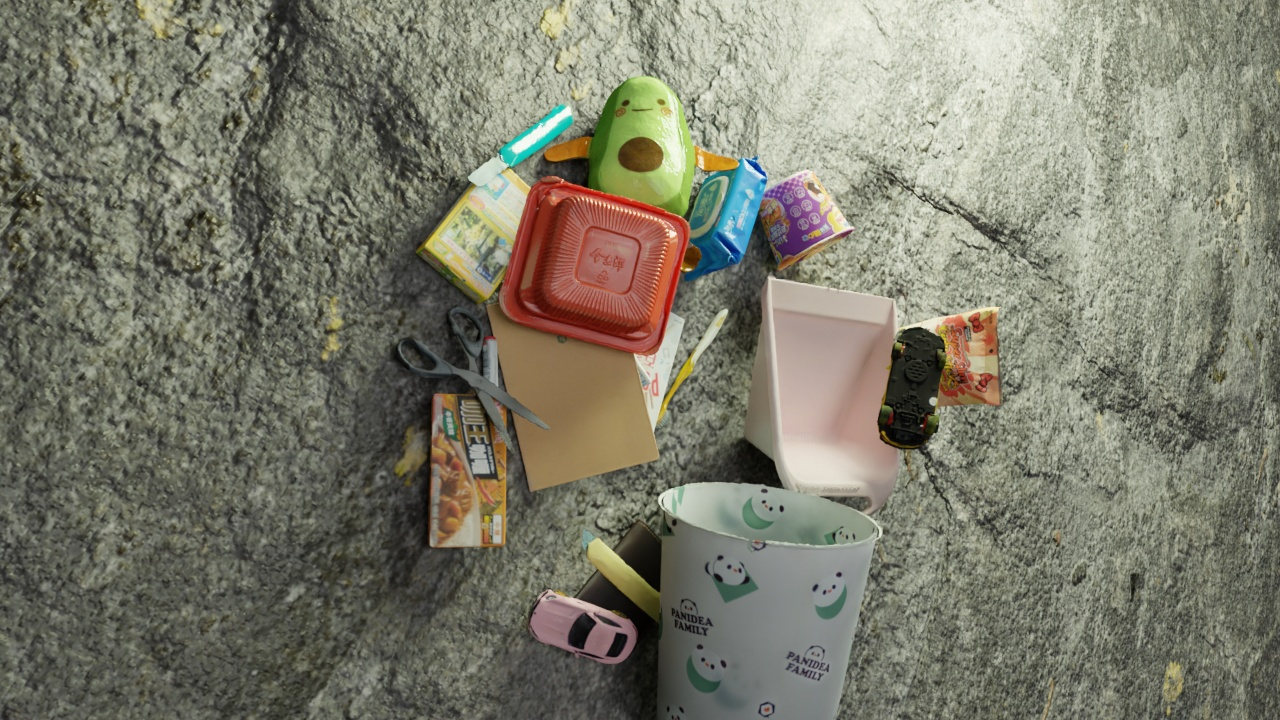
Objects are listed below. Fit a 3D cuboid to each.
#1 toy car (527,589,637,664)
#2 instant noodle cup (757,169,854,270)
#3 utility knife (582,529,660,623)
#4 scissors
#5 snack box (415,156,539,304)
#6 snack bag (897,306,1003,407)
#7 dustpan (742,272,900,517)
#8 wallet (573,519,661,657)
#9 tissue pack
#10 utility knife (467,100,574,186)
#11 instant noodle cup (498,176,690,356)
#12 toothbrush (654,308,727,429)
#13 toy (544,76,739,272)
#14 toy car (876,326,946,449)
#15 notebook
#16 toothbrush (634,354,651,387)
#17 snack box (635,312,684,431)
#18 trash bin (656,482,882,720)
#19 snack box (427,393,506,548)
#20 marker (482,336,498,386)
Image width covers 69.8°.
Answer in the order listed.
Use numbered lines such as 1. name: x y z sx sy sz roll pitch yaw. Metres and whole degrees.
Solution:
1. toy car: -0.060 0.283 0.964 0.122 0.037 0.056 25 88 -20
2. instant noodle cup: 0.207 -0.185 1.192 0.111 0.112 0.099 -25 88 -33
3. utility knife: -0.011 0.239 1.000 0.165 0.018 0.030 50 58 -28
4. scissors: -0.171 0.017 0.935 0.174 0.014 0.159 10 59 -14
5. snack box: -0.166 -0.140 0.989 0.087 0.034 0.140 41 61 -20
6. snack bag: 0.376 0.003 1.199 0.073 0.208 0.128 15 74 -35
7. dustpan: 0.246 0.050 1.119 0.222 0.139 0.274 3 108 -30
8. wallet: -0.009 0.253 1.024 0.096 0.020 0.122 50 62 -15
9. tissue pack: 0.098 -0.175 1.125 0.052 0.095 0.157 27 70 -24
10. utility knife: -0.128 -0.241 1.018 0.029 0.013 0.204 56 44 -16
11. instant noodle cup: -0.043 -0.102 0.970 0.188 0.079 0.164 13 87 -11
12. toothbrush: 0.063 0.008 1.115 0.018 0.016 0.191 49 60 -28
13. toy: 0.002 -0.226 1.067 0.227 0.090 0.246 4 71 -10
14. toy car: 0.338 0.034 1.139 0.071 0.041 0.155 12 74 9
15. notebook: -0.073 0.024 1.000 0.147 0.008 0.207 -14 88 -11
16. toothbrush: -0.044 -0.069 1.034 0.026 0.026 0.221 -29 87 2
17. snack box: -0.006 0.006 1.066 0.084 0.027 0.156 26 68 -26
18. trash bin: 0.120 0.278 0.962 0.229 0.230 0.252 2 97 -32
19. snack box: -0.175 0.111 0.929 0.075 0.026 0.153 2 80 -16
20. marker: -0.157 0.047 0.969 0.017 0.017 0.145 3 80 -32
